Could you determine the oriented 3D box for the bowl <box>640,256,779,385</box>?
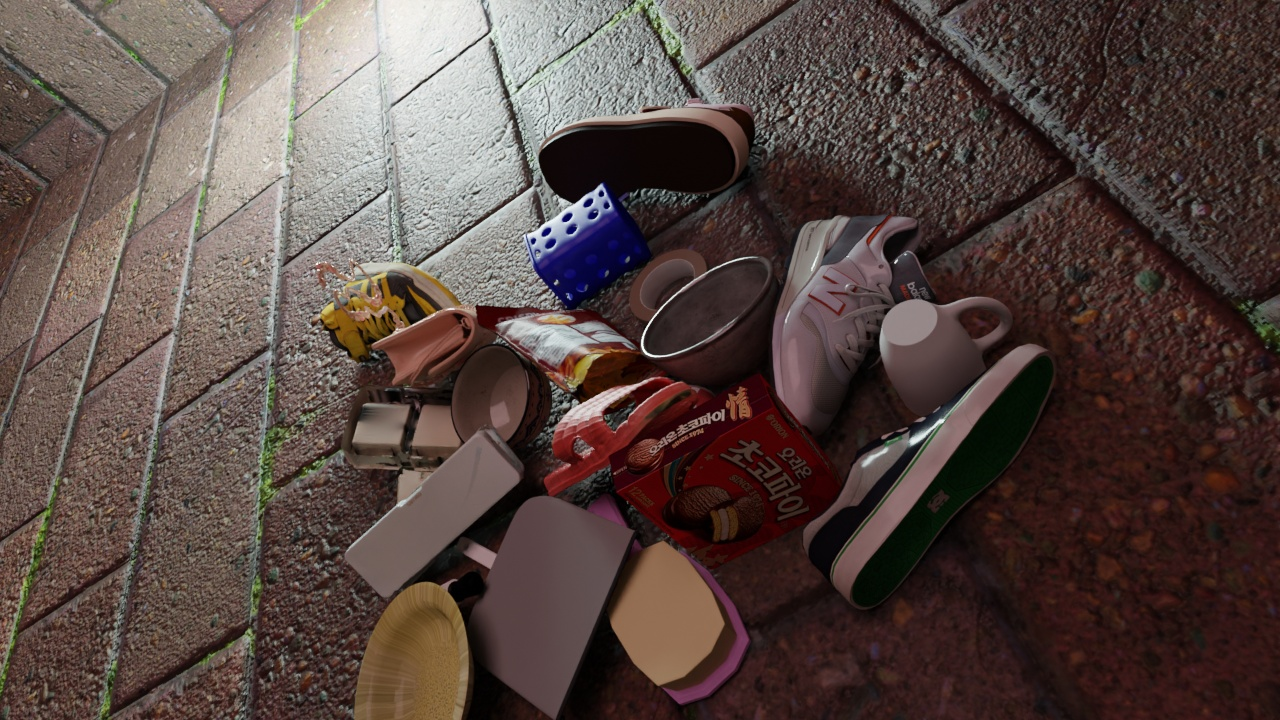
[{"bbox_3d":[0.078,-0.027,0.860,0.145,0.067,0.144,-32,23,15],"label":"bowl"}]

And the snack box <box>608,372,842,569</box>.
[{"bbox_3d":[0.073,0.093,0.724,0.133,0.152,0.035,-30,44,15],"label":"snack box"}]

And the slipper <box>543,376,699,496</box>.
[{"bbox_3d":[-0.031,0.059,0.808,0.103,0.059,0.249,-31,-5,-30],"label":"slipper"}]

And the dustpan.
[{"bbox_3d":[-0.109,0.203,0.849,0.258,0.033,0.163,12,75,47],"label":"dustpan"}]

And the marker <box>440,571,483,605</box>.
[{"bbox_3d":[-0.189,0.229,0.883,0.126,0.025,0.025,-34,39,41],"label":"marker"}]

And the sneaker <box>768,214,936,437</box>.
[{"bbox_3d":[0.189,-0.046,0.793,0.124,0.089,0.239,-14,47,32],"label":"sneaker"}]

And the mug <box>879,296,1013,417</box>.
[{"bbox_3d":[0.243,-0.016,0.727,0.107,0.089,0.071,-35,43,10],"label":"mug"}]

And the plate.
[{"bbox_3d":[-0.197,0.299,0.837,0.185,0.036,0.184,-23,56,40],"label":"plate"}]

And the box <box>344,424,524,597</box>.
[{"bbox_3d":[-0.205,0.154,0.925,0.199,0.072,0.086,-43,63,9],"label":"box"}]

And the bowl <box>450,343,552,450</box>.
[{"bbox_3d":[-0.142,0.044,0.982,0.116,0.059,0.115,-8,76,35],"label":"bowl"}]

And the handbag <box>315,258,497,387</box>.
[{"bbox_3d":[-0.252,-0.068,1.031,0.116,0.187,0.198,-31,1,1],"label":"handbag"}]

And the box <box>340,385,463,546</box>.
[{"bbox_3d":[-0.256,0.119,1.015,0.143,0.081,0.181,3,49,5],"label":"box"}]

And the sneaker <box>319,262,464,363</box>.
[{"bbox_3d":[-0.336,-0.057,1.200,0.239,0.086,0.121,11,59,46],"label":"sneaker"}]

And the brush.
[{"bbox_3d":[0.004,0.185,0.787,0.089,0.043,0.228,-43,43,1],"label":"brush"}]

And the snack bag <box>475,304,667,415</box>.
[{"bbox_3d":[-0.070,-0.022,0.940,0.208,0.138,0.067,39,130,49],"label":"snack bag"}]

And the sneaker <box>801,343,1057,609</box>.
[{"bbox_3d":[0.212,0.072,0.690,0.235,0.084,0.079,-49,42,1],"label":"sneaker"}]

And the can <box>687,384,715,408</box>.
[{"bbox_3d":[0.042,0.074,0.836,0.054,0.054,0.096,-11,52,31],"label":"can"}]

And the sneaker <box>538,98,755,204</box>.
[{"bbox_3d":[0.009,-0.263,1.104,0.294,0.112,0.116,-1,36,38],"label":"sneaker"}]

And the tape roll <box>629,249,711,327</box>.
[{"bbox_3d":[0.036,-0.072,0.972,0.094,0.030,0.093,-20,48,24],"label":"tape roll"}]

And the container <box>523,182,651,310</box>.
[{"bbox_3d":[-0.060,-0.131,1.052,0.114,0.085,0.084,-33,43,10],"label":"container"}]
